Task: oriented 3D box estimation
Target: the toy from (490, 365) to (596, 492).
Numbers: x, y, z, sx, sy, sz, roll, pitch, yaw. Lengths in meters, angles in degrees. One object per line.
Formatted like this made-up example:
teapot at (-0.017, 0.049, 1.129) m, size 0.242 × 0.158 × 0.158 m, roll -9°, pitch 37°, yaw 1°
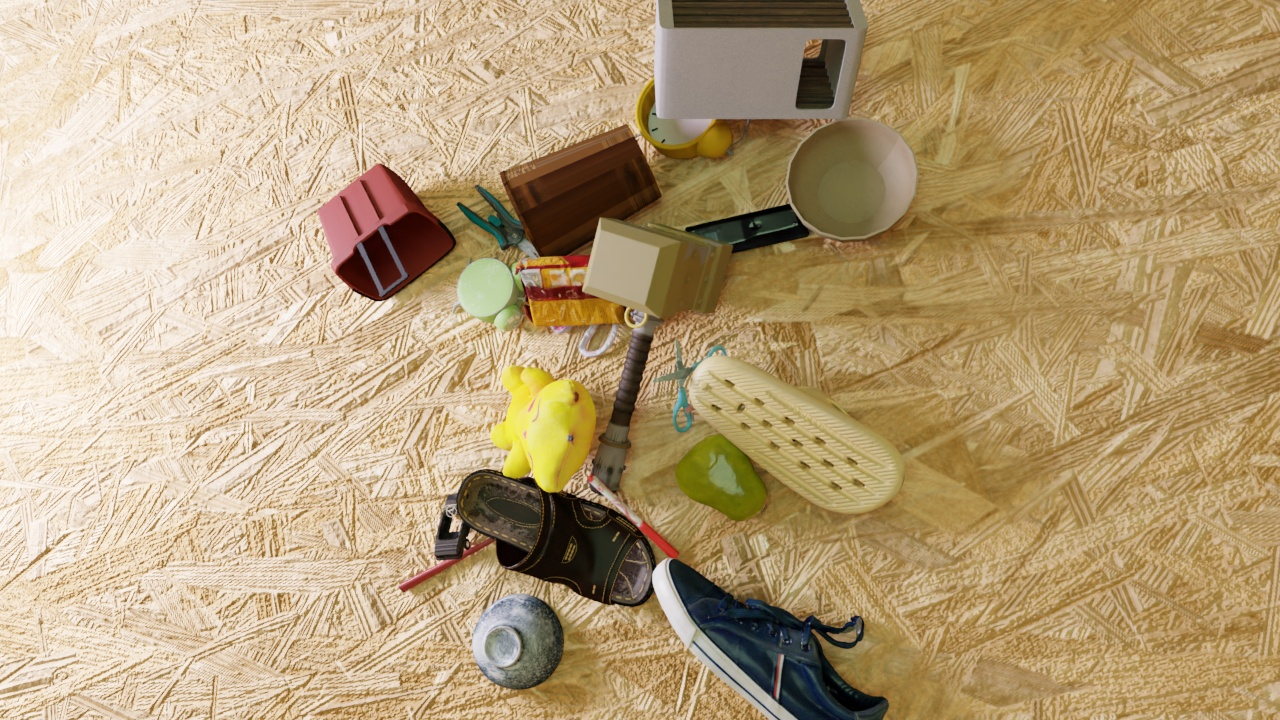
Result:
toy at (-0.110, 0.080, 1.080) m, size 0.087 × 0.194 × 0.134 m, roll 11°, pitch 92°, yaw -26°

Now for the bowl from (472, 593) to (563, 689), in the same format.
bowl at (-0.156, 0.340, 1.101) m, size 0.114 × 0.060 × 0.114 m, roll -3°, pitch 79°, yaw 15°

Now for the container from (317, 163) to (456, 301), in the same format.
container at (-0.323, -0.143, 1.197) m, size 0.148 × 0.127 × 0.200 m, roll -36°, pitch 63°, yaw 5°

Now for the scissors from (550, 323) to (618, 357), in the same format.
scissors at (-0.029, -0.080, 1.170) m, size 0.179 × 0.016 × 0.103 m, roll -42°, pitch 72°, yaw 1°

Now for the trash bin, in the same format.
trash bin at (0.133, -0.365, 1.075) m, size 0.229 × 0.115 × 0.114 m, roll 0°, pitch 49°, yaw -1°

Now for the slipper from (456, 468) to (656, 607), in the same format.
slipper at (-0.103, 0.209, 1.093) m, size 0.268 × 0.076 × 0.113 m, roll 25°, pitch 86°, yaw 8°

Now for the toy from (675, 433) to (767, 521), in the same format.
toy at (0.098, 0.143, 1.075) m, size 0.090 × 0.051 × 0.110 m, roll -44°, pitch 75°, yaw 6°

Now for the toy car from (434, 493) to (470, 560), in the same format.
toy car at (-0.232, 0.204, 1.143) m, size 0.040 × 0.037 × 0.092 m, roll -8°, pitch 45°, yaw 14°

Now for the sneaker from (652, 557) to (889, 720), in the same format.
sneaker at (0.148, 0.301, 1.008) m, size 0.294 × 0.120 × 0.127 m, roll 39°, pitch 104°, yaw 15°

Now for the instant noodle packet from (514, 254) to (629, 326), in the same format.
instant noodle packet at (-0.084, -0.086, 1.128) m, size 0.135 × 0.099 × 0.039 m, roll -2°, pitch 42°, yaw 7°

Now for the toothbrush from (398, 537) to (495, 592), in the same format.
toothbrush at (-0.222, 0.249, 1.157) m, size 0.190 × 0.016 × 0.016 m, roll -28°, pitch 79°, yaw 8°

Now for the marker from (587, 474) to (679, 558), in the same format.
marker at (-0.009, 0.186, 1.089) m, size 0.142 × 0.013 × 0.013 m, roll 43°, pitch 92°, yaw -3°

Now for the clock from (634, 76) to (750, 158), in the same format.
clock at (0.066, -0.313, 1.167) m, size 0.152 × 0.052 × 0.113 m, roll 13°, pitch 83°, yaw 21°

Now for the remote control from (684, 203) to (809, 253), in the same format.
remote control at (0.130, -0.161, 1.136) m, size 0.150 × 0.022 × 0.047 m, roll -12°, pitch 78°, yaw 12°

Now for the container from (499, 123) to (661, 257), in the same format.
container at (-0.070, -0.213, 1.149) m, size 0.167 × 0.132 × 0.132 m, roll -26°, pitch 75°, yaw 3°

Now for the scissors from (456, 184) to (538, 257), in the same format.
scissors at (-0.189, -0.178, 1.223) m, size 0.142 × 0.019 × 0.127 m, roll -1°, pitch 74°, yaw 8°

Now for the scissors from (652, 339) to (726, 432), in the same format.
scissors at (0.063, 0.020, 1.088) m, size 0.015 × 0.135 × 0.133 m, roll 29°, pitch 53°, yaw 34°

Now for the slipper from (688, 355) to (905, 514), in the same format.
slipper at (0.176, 0.078, 1.052) m, size 0.261 × 0.079 × 0.111 m, roll 32°, pitch 112°, yaw 10°

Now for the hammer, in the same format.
hammer at (-0.006, 0.006, 1.084) m, size 0.101 × 0.189 × 0.325 m, roll 20°, pitch 104°, yaw 24°

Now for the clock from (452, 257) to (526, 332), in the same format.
clock at (-0.189, -0.088, 1.196) m, size 0.119 × 0.042 × 0.094 m, roll 14°, pitch 85°, yaw 16°

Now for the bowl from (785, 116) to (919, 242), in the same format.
bowl at (0.252, -0.209, 1.098) m, size 0.152 × 0.050 × 0.152 m, roll -3°, pitch 79°, yaw 13°
